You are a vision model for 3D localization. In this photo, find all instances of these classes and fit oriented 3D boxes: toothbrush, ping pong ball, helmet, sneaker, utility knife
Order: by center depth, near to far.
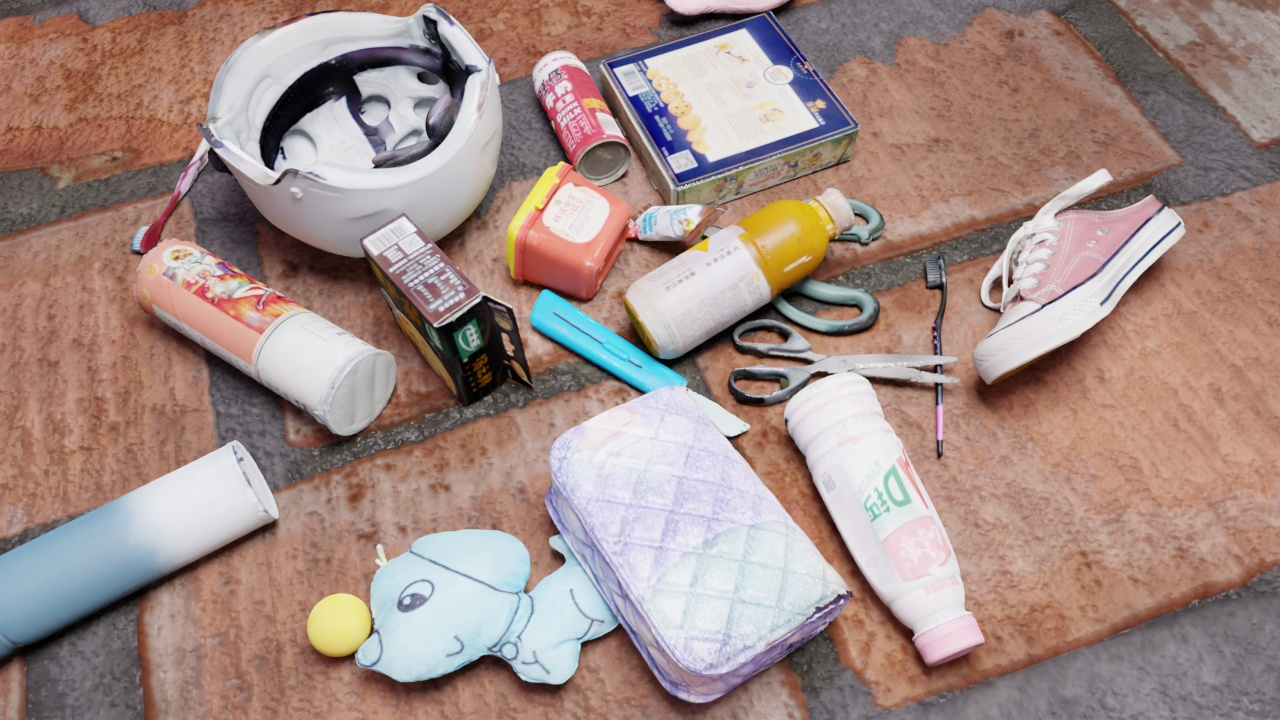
[{"bbox_3d":[-0.197,0.173,0.601,0.040,0.040,0.040,-1,57,1],"label":"ping pong ball"},{"bbox_3d":[0.320,-0.070,0.702,0.240,0.118,0.088,-35,80,-25],"label":"sneaker"},{"bbox_3d":[-0.004,0.004,0.717,0.205,0.018,0.034,31,63,19],"label":"utility knife"},{"bbox_3d":[0.231,-0.009,0.719,0.018,0.014,0.188,2,57,15],"label":"toothbrush"},{"bbox_3d":[-0.226,-0.179,0.768,0.259,0.146,0.228,32,61,32],"label":"helmet"},{"bbox_3d":[-0.420,-0.172,0.848,0.017,0.016,0.187,3,57,16],"label":"toothbrush"}]

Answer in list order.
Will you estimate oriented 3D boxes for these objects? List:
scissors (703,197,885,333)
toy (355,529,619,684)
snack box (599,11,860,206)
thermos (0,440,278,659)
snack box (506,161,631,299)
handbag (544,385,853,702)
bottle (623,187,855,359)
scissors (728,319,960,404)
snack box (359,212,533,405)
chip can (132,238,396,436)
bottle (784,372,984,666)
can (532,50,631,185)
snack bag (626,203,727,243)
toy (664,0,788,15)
[{"bbox_3d":[0.132,-0.075,0.762,0.175,0.019,0.175,-11,58,-6],"label":"scissors"},{"bbox_3d":[-0.103,0.158,0.603,0.156,0.050,0.161,33,56,21],"label":"toy"},{"bbox_3d":[0.078,-0.232,0.849,0.182,0.046,0.177,-20,59,-10],"label":"snack box"},{"bbox_3d":[-0.363,0.131,0.621,0.220,0.070,0.070,-27,60,-14],"label":"thermos"},{"bbox_3d":[-0.057,-0.103,0.753,0.080,0.082,0.091,25,62,6],"label":"snack box"},{"bbox_3d":[0.030,0.115,0.609,0.134,0.076,0.194,-24,60,-24],"label":"handbag"},{"bbox_3d":[0.079,-0.072,0.716,0.189,0.068,0.068,-31,61,-5],"label":"bottle"},{"bbox_3d":[0.151,0.009,0.705,0.171,0.014,0.150,38,67,25],"label":"scissors"},{"bbox_3d":[-0.144,-0.032,0.688,0.053,0.113,0.125,-36,62,-18],"label":"snack box"},{"bbox_3d":[-0.294,-0.021,0.713,0.215,0.071,0.071,27,62,19],"label":"chip can"},{"bbox_3d":[0.164,0.105,0.619,0.068,0.068,0.196,-17,62,-9],"label":"bottle"},{"bbox_3d":[-0.056,-0.225,0.844,0.053,0.053,0.132,-19,59,-10],"label":"can"},{"bbox_3d":[0.025,-0.115,0.766,0.048,0.026,0.104,-45,28,-20],"label":"snack bag"},{"bbox_3d":[0.091,-0.398,0.949,0.159,0.054,0.121,-15,51,-8],"label":"toy"}]
